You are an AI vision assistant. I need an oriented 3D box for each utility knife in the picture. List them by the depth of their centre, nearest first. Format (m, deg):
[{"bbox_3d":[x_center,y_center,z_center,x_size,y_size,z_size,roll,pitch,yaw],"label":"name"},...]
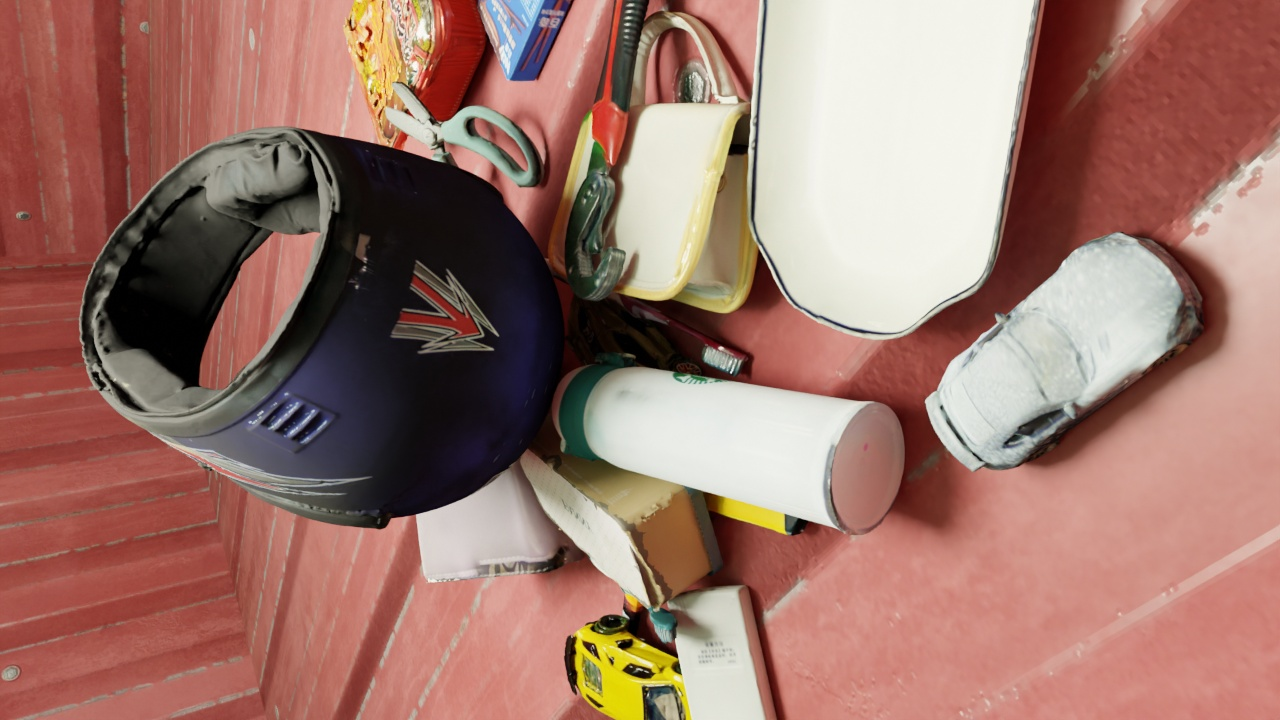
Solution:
[{"bbox_3d":[0.051,0.082,0.595,0.174,0.015,0.033,6,97,57],"label":"utility knife"}]

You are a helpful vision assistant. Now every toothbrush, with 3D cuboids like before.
[{"bbox_3d":[-0.005,-0.033,0.613,0.188,0.016,0.017,28,103,34],"label":"toothbrush"},{"bbox_3d":[-0.010,0.165,0.666,0.192,0.016,0.018,-168,67,-71],"label":"toothbrush"}]

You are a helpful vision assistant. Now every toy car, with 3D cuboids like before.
[{"bbox_3d":[0.170,0.000,0.380,0.121,0.036,0.054,-54,53,43],"label":"toy car"},{"bbox_3d":[-0.004,0.004,0.639,0.158,0.042,0.070,49,135,36],"label":"toy car"},{"bbox_3d":[0.004,0.239,0.668,0.156,0.041,0.071,11,108,44],"label":"toy car"}]

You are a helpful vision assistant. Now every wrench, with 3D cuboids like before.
[{"bbox_3d":[-0.014,-0.170,0.566,0.056,0.016,0.273,-1,79,53],"label":"wrench"}]

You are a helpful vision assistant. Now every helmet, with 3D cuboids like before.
[{"bbox_3d":[-0.197,-0.016,0.631,0.316,0.240,0.247,5,73,38],"label":"helmet"}]

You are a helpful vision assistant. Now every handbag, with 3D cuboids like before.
[{"bbox_3d":[0.020,-0.126,0.568,0.163,0.063,0.179,20,99,53],"label":"handbag"},{"bbox_3d":[-0.123,0.081,0.782,0.145,0.098,0.197,-12,86,41],"label":"handbag"}]

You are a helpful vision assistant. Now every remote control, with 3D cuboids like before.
[{"bbox_3d":[0.057,0.216,0.596,0.056,0.019,0.135,-16,84,30],"label":"remote control"}]

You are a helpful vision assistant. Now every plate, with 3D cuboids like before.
[{"bbox_3d":[0.118,-0.143,0.424,0.162,0.034,0.266,24,117,52],"label":"plate"}]

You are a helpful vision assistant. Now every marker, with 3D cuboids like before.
[{"bbox_3d":[-0.006,0.197,0.710,0.018,0.015,0.124,45,135,47],"label":"marker"}]

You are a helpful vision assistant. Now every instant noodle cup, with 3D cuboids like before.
[{"bbox_3d":[-0.205,-0.296,0.836,0.189,0.079,0.164,-43,61,50],"label":"instant noodle cup"}]

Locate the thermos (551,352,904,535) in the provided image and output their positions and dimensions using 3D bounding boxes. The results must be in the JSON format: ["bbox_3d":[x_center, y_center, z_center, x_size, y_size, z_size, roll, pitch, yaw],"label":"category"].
[{"bbox_3d":[0.036,0.039,0.530,0.225,0.073,0.073,9,105,46],"label":"thermos"}]

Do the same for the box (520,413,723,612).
[{"bbox_3d":[-0.017,0.097,0.637,0.184,0.062,0.090,28,142,50],"label":"box"}]

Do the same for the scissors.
[{"bbox_3d":[-0.158,-0.163,0.794,0.177,0.019,0.170,27,134,19],"label":"scissors"}]

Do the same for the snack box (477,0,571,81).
[{"bbox_3d":[-0.078,-0.298,0.691,0.158,0.026,0.084,-50,56,49],"label":"snack box"}]
